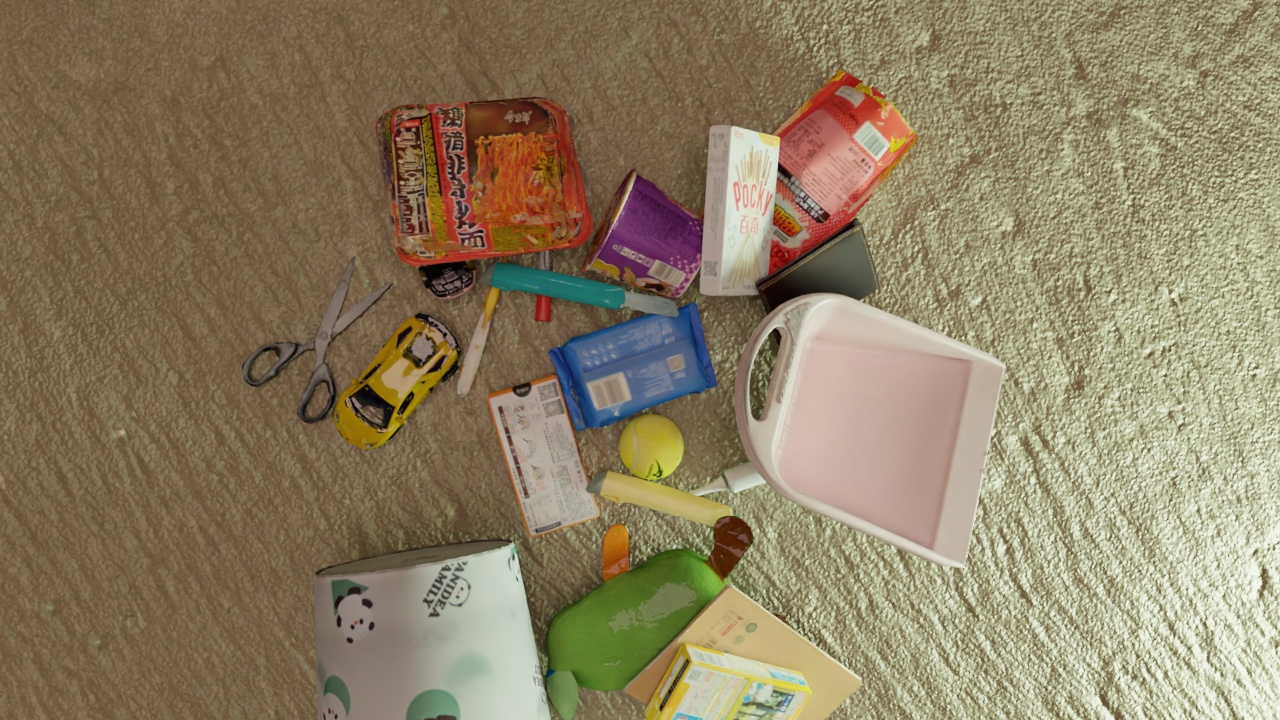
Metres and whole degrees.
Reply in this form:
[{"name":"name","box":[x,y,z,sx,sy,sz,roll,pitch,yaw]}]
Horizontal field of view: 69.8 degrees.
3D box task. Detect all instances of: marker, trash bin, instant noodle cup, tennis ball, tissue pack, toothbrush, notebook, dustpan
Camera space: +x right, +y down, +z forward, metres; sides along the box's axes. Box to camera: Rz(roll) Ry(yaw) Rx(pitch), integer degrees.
[{"name":"marker","box":[-0.095,-0.112,0.936,0.017,0.017,0.145,4,91,-3]},{"name":"trash bin","box":[-0.192,0.304,0.842,0.229,0.229,0.252,-8,85,-3]},{"name":"instant noodle cup","box":[0.010,-0.117,0.902,0.099,0.111,0.111,25,89,-12]},{"name":"tennis ball","box":[0.011,0.086,0.918,0.065,0.065,0.065,0,90,-3]},{"name":"tissue pack","box":[-0.005,0.005,0.924,0.157,0.052,0.095,-19,93,-3]},{"name":"toothbrush","box":[-0.154,-0.053,0.936,0.016,0.018,0.191,18,92,1]},{"name":"notebook","box":[0.105,0.320,0.905,0.207,0.008,0.148,39,99,-25]},{"name":"toothbrush","box":[0.117,0.116,0.943,0.221,0.026,0.026,-19,56,-2]},{"name":"instant noodle cup","box":[-0.150,-0.166,0.883,0.188,0.079,0.164,-8,74,-13]},{"name":"dustpan","box":[0.222,0.058,0.868,0.273,0.139,0.222,13,76,6]}]

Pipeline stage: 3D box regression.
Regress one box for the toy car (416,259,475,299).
[{"name":"toy car","box":[-0.206,-0.118,0.923,0.056,0.037,0.122,-24,79,-9]}]

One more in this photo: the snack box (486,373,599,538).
[{"name":"snack box","box":[-0.099,0.097,0.933,0.075,0.026,0.153,-17,92,-3]}]

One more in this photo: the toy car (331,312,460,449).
[{"name":"toy car","box":[-0.245,0.024,0.919,0.071,0.041,0.156,42,90,-2]}]

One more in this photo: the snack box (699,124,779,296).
[{"name":"snack box","box":[0.095,-0.141,0.881,0.027,0.084,0.157,11,101,39]}]

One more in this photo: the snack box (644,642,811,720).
[{"name":"snack box","box":[0.084,0.327,0.879,0.140,0.033,0.087,21,106,-19]}]

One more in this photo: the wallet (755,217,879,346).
[{"name":"wallet","box":[0.180,-0.075,0.922,0.122,0.020,0.096,-32,132,-3]}]

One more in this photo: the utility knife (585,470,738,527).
[{"name":"utility knife","box":[0.027,0.143,0.921,0.165,0.018,0.031,17,89,3]}]

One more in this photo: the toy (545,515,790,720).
[{"name":"toy","box":[0.015,0.255,0.908,0.246,0.090,0.227,-20,106,-1]}]

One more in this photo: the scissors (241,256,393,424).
[{"name":"scissors","box":[-0.325,-0.019,0.929,0.174,0.014,0.159,-12,91,-4]}]

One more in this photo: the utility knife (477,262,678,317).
[{"name":"utility knife","box":[-0.061,-0.068,0.909,0.205,0.013,0.029,12,85,9]}]

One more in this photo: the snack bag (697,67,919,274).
[{"name":"snack bag","box":[0.171,-0.184,0.927,0.128,0.073,0.208,42,97,4]}]
